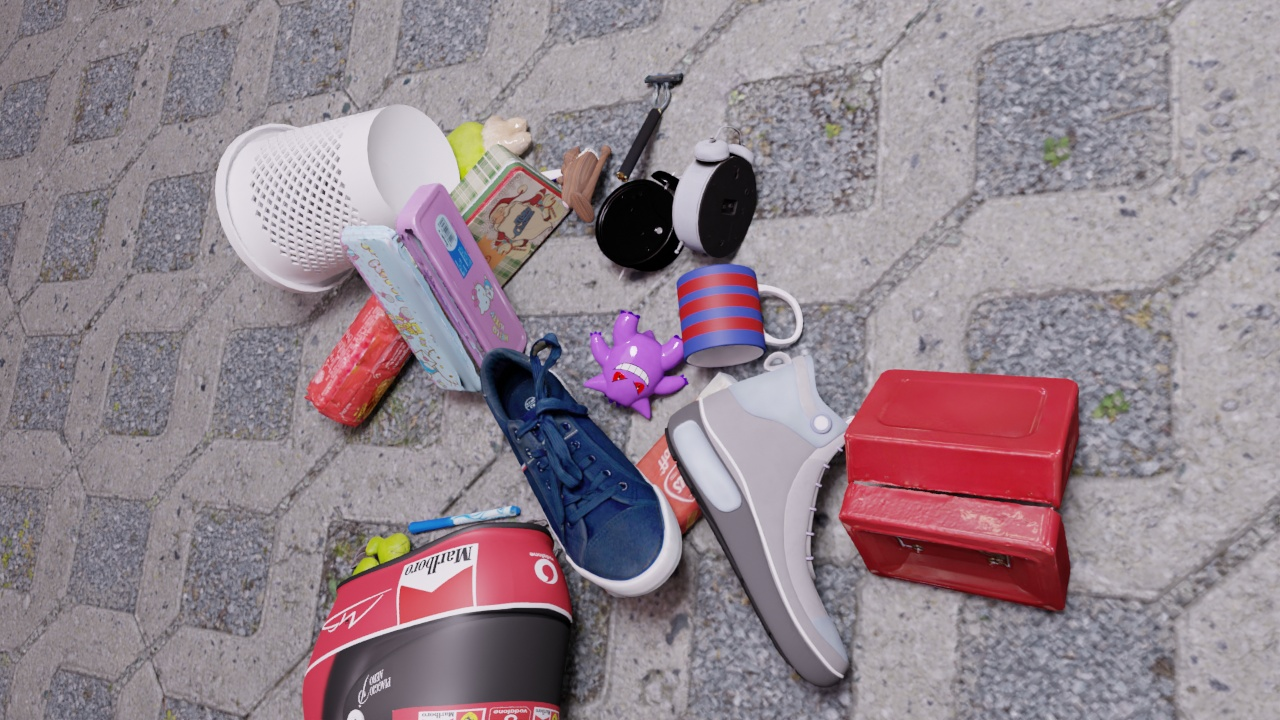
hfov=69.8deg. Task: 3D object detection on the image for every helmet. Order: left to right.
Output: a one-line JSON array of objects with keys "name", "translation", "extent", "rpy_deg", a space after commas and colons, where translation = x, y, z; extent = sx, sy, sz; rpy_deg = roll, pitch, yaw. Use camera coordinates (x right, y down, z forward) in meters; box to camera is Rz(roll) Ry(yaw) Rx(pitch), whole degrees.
[{"name": "helmet", "translation": [-0.179, 0.297, 0.830], "extent": [0.272, 0.197, 0.224], "rpy_deg": [-26, 58, 25]}]

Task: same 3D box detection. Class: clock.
[{"name": "clock", "translation": [0.014, -0.138, 0.918], "extent": [0.121, 0.042, 0.091], "rpy_deg": [-32, 65, 18]}, {"name": "clock", "translation": [0.071, -0.157, 0.859], "extent": [0.035, 0.094, 0.123], "rpy_deg": [20, 105, 34]}]

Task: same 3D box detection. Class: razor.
[{"name": "razor", "translation": [0.006, -0.239, 0.944], "extent": [0.043, 0.022, 0.144], "rpy_deg": [6, 61, 30]}]

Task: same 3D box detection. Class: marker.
[{"name": "marker", "translation": [-0.188, 0.168, 0.974], "extent": [0.142, 0.013, 0.013], "rpy_deg": [-13, 72, 25]}]

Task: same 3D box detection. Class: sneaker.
[{"name": "sneaker", "translation": [-0.068, 0.080, 0.825], "extent": [0.120, 0.127, 0.294], "rpy_deg": [-40, 51, -1]}, {"name": "sneaker", "translation": [0.140, 0.126, 0.760], "extent": [0.160, 0.093, 0.256], "rpy_deg": [-30, 84, 1]}]

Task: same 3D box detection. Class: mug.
[{"name": "mug", "translation": [0.092, -0.042, 0.845], "extent": [0.112, 0.075, 0.076], "rpy_deg": [-5, 74, 0]}]

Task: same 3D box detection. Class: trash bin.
[{"name": "trash bin", "translation": [-0.318, -0.188, 1.010], "extent": [0.200, 0.195, 0.195], "rpy_deg": [-9, 74, 31]}]

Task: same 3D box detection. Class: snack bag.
[{"name": "snack bag", "translation": [-0.308, -0.005, 1.037], "extent": [0.082, 0.082, 0.176], "rpy_deg": [42, 100, 29]}, {"name": "snack bag", "translation": [0.031, 0.116, 0.854], "extent": [0.225, 0.041, 0.077], "rpy_deg": [-49, 59, 12]}]

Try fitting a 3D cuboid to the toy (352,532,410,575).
[{"name": "toy", "translation": [-0.278, 0.236, 0.981], "extent": [0.094, 0.036, 0.094], "rpy_deg": [-32, 65, 11]}]

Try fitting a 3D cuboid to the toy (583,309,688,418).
[{"name": "toy", "translation": [-0.005, 0.005, 0.888], "extent": [0.106, 0.056, 0.088], "rpy_deg": [27, 89, -5]}]

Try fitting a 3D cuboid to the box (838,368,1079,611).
[{"name": "box", "translation": [0.250, 0.080, 0.707], "extent": [0.157, 0.152, 0.165], "rpy_deg": [6, 65, 30]}]

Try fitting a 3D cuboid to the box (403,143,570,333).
[{"name": "box", "translation": [-0.173, -0.123, 0.975], "extent": [0.206, 0.117, 0.050], "rpy_deg": [-44, 57, 11]}]

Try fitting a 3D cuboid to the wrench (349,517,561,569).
[{"name": "wrench", "translation": [-0.202, 0.212, 0.973], "extent": [0.274, 0.010, 0.070], "rpy_deg": [-15, 72, 24]}]

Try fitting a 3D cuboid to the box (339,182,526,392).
[{"name": "box", "translation": [-0.206, -0.065, 0.920], "extent": [0.093, 0.214, 0.089], "rpy_deg": [-5, 42, 24]}]

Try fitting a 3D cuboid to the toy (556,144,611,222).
[{"name": "toy", "translation": [-0.062, -0.187, 0.954], "extent": [0.055, 0.041, 0.101], "rpy_deg": [-6, 46, 27]}]

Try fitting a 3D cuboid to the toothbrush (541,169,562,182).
[{"name": "toothbrush", "translation": [-0.163, -0.191, 1.041], "extent": [0.187, 0.016, 0.015], "rpy_deg": [-10, 73, 26]}]

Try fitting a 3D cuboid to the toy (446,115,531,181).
[{"name": "toy", "translation": [-0.176, -0.240, 1.043], "extent": [0.118, 0.043, 0.092], "rpy_deg": [-22, 58, 15]}]
